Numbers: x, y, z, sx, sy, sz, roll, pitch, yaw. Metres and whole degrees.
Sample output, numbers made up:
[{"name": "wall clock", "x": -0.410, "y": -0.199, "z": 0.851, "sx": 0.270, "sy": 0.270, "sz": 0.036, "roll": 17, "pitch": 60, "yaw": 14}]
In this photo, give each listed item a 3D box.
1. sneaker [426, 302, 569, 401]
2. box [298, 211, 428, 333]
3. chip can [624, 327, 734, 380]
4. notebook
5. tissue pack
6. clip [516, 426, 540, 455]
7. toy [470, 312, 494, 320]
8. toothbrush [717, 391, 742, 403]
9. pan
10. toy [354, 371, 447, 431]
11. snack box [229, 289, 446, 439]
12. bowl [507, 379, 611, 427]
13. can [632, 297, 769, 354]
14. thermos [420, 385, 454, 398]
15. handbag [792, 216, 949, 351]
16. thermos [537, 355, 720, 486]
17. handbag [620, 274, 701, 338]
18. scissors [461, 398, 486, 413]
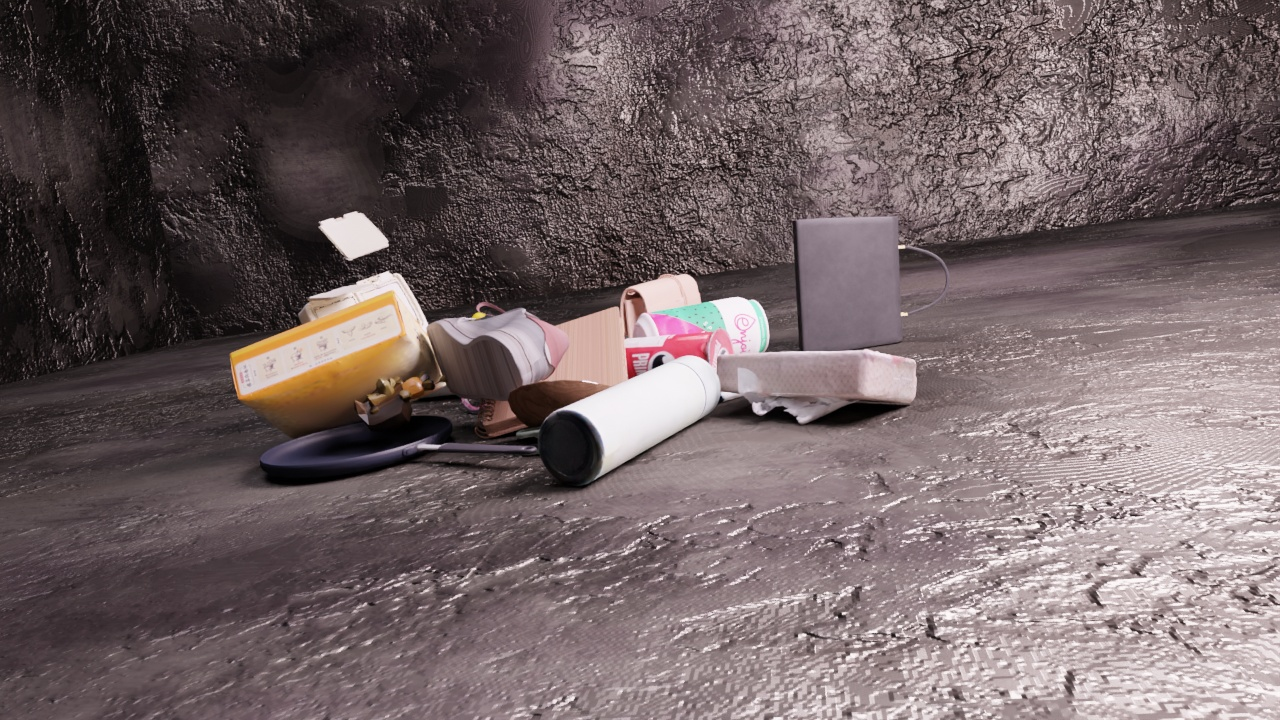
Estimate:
[{"name": "sneaker", "x": -0.154, "y": -0.014, "z": 1.004, "sx": 0.089, "sy": 0.099, "sz": 0.236, "roll": -23, "pitch": 18, "yaw": -31}, {"name": "box", "x": -0.355, "y": -0.101, "z": 1.145, "sx": 0.143, "sy": 0.194, "sz": 0.101, "roll": -29, "pitch": -1, "yaw": -40}, {"name": "chip can", "x": -0.007, "y": 0.006, "z": 1.104, "sx": 0.233, "sy": 0.073, "sz": 0.073, "roll": -4, "pitch": 10, "yaw": 30}, {"name": "notebook", "x": -0.100, "y": 0.009, "z": 1.058, "sx": 0.169, "sy": 0.022, "sz": 0.210, "roll": -18, "pitch": 25, "yaw": 6}, {"name": "tissue pack", "x": 0.163, "y": 0.024, "z": 0.894, "sx": 0.103, "sy": 0.071, "sz": 0.182, "roll": 5, "pitch": -1, "yaw": -44}, {"name": "clip", "x": -0.084, "y": 0.075, "z": 0.874, "sx": 0.076, "sy": 0.047, "sz": 0.023, "roll": -7, "pitch": 7, "yaw": 26}, {"name": "toy", "x": -0.213, "y": -0.015, "z": 1.390, "sx": 0.119, "sy": 0.097, "sz": 0.099, "roll": 15, "pitch": 9, "yaw": 0}, {"name": "toothbrush", "x": 0.088, "y": 0.037, "z": 0.995, "sx": 0.186, "sy": 0.017, "sz": 0.012, "roll": -14, "pitch": 13, "yaw": -33}, {"name": "pan", "x": -0.238, "y": 0.090, "z": 0.934, "sx": 0.357, "sy": 0.021, "sz": 0.198, "roll": -2, "pitch": 10, "yaw": 37}, {"name": "toy", "x": -0.258, "y": 0.039, "z": 0.995, "sx": 0.100, "sy": 0.063, "sz": 0.076, "roll": -30, "pitch": 33, "yaw": -16}, {"name": "snack box", "x": -0.339, "y": 0.018, "z": 1.054, "sx": 0.195, "sy": 0.080, "sz": 0.145, "roll": -22, "pitch": -25, "yaw": -2}, {"name": "bowl", "x": -0.072, "y": 0.052, "z": 0.906, "sx": 0.118, "sy": 0.030, "sz": 0.118, "roll": 0, "pitch": -21, "yaw": 0}, {"name": "can", "x": 0.078, "y": -0.030, "z": 1.206, "sx": 0.165, "sy": 0.088, "sz": 0.088, "roll": -11, "pitch": 9, "yaw": -18}, {"name": "thermos", "x": -0.220, "y": 0.003, "z": 1.276, "sx": 0.221, "sy": 0.099, "sz": 0.099, "roll": -9, "pitch": 8, "yaw": 21}, {"name": "handbag", "x": 0.307, "y": -0.105, "z": 1.213, "sx": 0.196, "sy": 0.176, "sz": 0.072, "roll": -4, "pitch": 8, "yaw": 7}, {"name": "thermos", "x": -0.002, "y": 0.049, "z": 0.839, "sx": 0.068, "sy": 0.068, "sz": 0.229, "roll": -3, "pitch": 10, "yaw": 30}, {"name": "handbag", "x": 0.089, "y": -0.074, "z": 1.386, "sx": 0.188, "sy": 0.116, "sz": 0.198, "roll": -2, "pitch": 11, "yaw": 35}, {"name": "scissors", "x": -0.204, "y": 0.000, "z": 1.195, "sx": 0.158, "sy": 0.014, "sz": 0.172, "roll": -39, "pitch": 41, "yaw": -7}]
